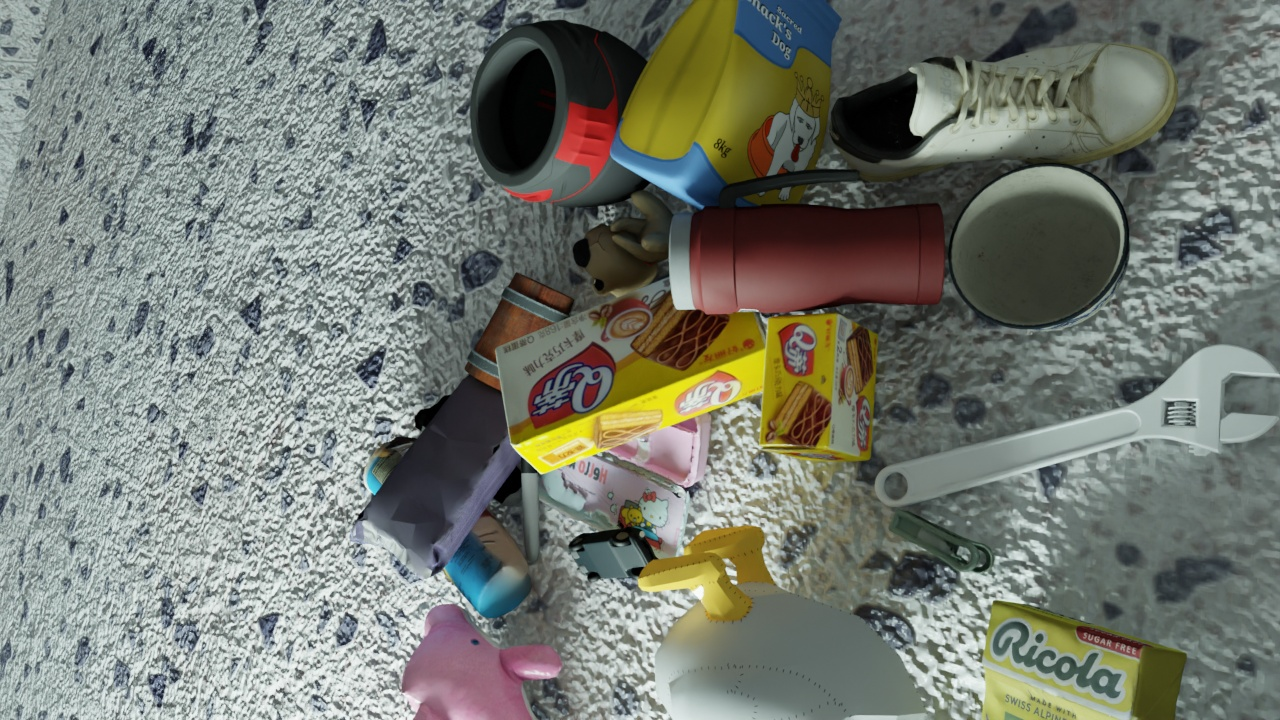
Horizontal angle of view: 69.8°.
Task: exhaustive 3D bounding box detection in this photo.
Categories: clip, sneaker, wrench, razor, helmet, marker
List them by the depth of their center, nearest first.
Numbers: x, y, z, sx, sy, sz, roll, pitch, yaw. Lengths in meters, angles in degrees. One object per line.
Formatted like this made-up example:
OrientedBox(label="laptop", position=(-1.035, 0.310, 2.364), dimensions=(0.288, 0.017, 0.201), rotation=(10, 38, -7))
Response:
OrientedBox(label="wrench", position=(0.289, 0.057, 0.639), dimensions=(0.274, 0.018, 0.066), rotation=(-23, 67, 34))
OrientedBox(label="sneaker", position=(0.248, -0.190, 0.668), dimensions=(0.242, 0.102, 0.089), rotation=(-3, 78, 36))
OrientedBox(label="clip", position=(0.219, 0.133, 0.672), dimensions=(0.074, 0.035, 0.023), rotation=(25, 98, 44))
OrientedBox(label="helmet", position=(-0.058, -0.229, 0.869), dimensions=(0.265, 0.169, 0.164), rotation=(38, 117, 48))
OrientedBox(label="marker", position=(-0.107, 0.135, 0.913), dimensions=(0.022, 0.016, 0.138), rotation=(2, 99, 25))
OrientedBox(label="razor", position=(-0.175, 0.097, 0.970), dimensions=(0.156, 0.057, 0.060), rotation=(35, 146, 36))

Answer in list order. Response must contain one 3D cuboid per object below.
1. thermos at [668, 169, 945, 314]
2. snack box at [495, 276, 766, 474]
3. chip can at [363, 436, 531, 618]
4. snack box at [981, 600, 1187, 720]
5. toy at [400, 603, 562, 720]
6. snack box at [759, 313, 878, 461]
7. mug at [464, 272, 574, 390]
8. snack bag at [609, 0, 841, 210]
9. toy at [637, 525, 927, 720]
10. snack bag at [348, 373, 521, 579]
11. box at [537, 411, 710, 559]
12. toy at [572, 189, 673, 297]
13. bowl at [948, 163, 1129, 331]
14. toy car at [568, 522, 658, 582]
OrientedBox(label="thermos", position=(0.124, -0.090, 0.701), dimensions=(0.199, 0.083, 0.108), rotation=(0, 110, 10))
OrientedBox(label="snack box", position=(-0.005, 0.005, 0.790), dimensions=(0.230, 0.062, 0.110), rotation=(-21, 55, 10))
OrientedBox(label="chip can", position=(-0.201, 0.168, 0.958), dimensions=(0.229, 0.079, 0.080), rotation=(36, 103, 35))
OrientedBox(label="snack box", position=(0.261, 0.252, 0.571), dimensions=(0.121, 0.045, 0.181), rotation=(-179, 100, -68))
OrientedBox(label="toy", position=(-0.155, 0.348, 0.854), dimensions=(0.187, 0.127, 0.265), rotation=(-49, 63, 24))
OrientedBox(label="snack box", position=(0.140, 0.023, 0.719), dimensions=(0.061, 0.083, 0.105), rotation=(-1, 79, 36))
OrientedBox(label="mug", position=(-0.129, -0.031, 0.952), dimensions=(0.117, 0.081, 0.111), rotation=(31, 96, 58))
OrientedBox(label="snack bag", position=(0.088, -0.225, 0.765), dimensions=(0.102, 0.158, 0.205), rotation=(30, 98, 40))
OrientedBox(label="toy", position=(0.089, 0.261, 0.683), dimensions=(0.247, 0.140, 0.267), rotation=(-19, 86, 32))
OrientedBox(label="snack bag", position=(-0.188, 0.108, 0.902), dimensions=(0.096, 0.058, 0.205), rotation=(26, 65, 15))
OrientedBox(label="box", position=(-0.025, 0.087, 0.866), dimensions=(0.201, 0.044, 0.155), rotation=(21, 111, 39))
OrientedBox(label="toy", position=(-0.006, -0.100, 0.857), dimensions=(0.108, 0.105, 0.134), rotation=(-34, 57, 40))
OrientedBox(label="bowl", position=(0.283, -0.073, 0.643), dimensions=(0.116, 0.059, 0.115), rotation=(-9, 75, 36))
OrientedBox(label="toy car", position=(-0.024, 0.173, 0.827), dimensions=(0.112, 0.034, 0.046), rotation=(-20, 101, 50))
